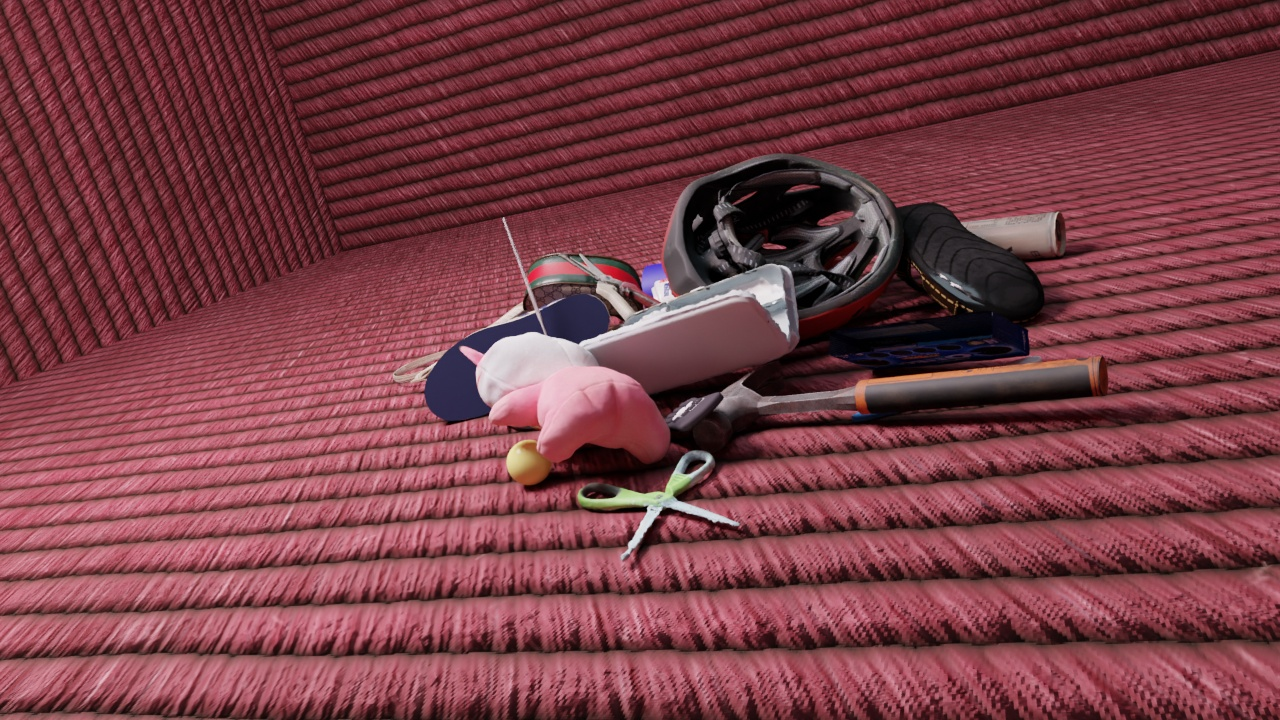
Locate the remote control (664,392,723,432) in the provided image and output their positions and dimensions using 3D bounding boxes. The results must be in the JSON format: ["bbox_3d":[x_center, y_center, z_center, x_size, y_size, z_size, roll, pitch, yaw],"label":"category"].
[{"bbox_3d":[0.042,0.046,0.804,0.046,0.009,0.124,-42,3,-12],"label":"remote control"}]

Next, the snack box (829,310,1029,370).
[{"bbox_3d":[0.251,-0.015,0.805,0.151,0.027,0.082,-6,-15,43],"label":"snack box"}]

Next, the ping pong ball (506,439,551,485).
[{"bbox_3d":[-0.098,0.090,0.813,0.040,0.040,0.040,-13,16,4],"label":"ping pong ball"}]

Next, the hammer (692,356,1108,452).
[{"bbox_3d":[0.209,0.024,0.754,0.315,0.035,0.137,-7,18,32],"label":"hammer"}]

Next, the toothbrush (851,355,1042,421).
[{"bbox_3d":[0.259,0.024,0.773,0.166,0.014,0.016,-15,16,1],"label":"toothbrush"}]

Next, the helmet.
[{"bbox_3d":[0.157,-0.117,1.023,0.272,0.217,0.167,-16,-26,-9],"label":"helmet"}]

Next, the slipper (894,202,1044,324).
[{"bbox_3d":[0.344,-0.099,1.006,0.113,0.076,0.267,-12,31,-5],"label":"slipper"}]

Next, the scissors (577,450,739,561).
[{"bbox_3d":[0.018,0.105,0.707,0.167,0.023,0.172,-20,18,-39],"label":"scissors"}]

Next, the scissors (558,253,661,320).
[{"bbox_3d":[-0.017,-0.075,1.077,0.187,0.015,0.179,16,27,-7],"label":"scissors"}]

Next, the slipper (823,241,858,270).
[{"bbox_3d":[0.213,-0.110,1.190,0.249,0.059,0.103,-21,8,45],"label":"slipper"}]

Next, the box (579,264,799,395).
[{"bbox_3d":[0.036,-0.029,0.881,0.216,0.106,0.124,-21,-20,37],"label":"box"}]

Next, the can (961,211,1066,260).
[{"bbox_3d":[0.441,-0.147,1.120,0.136,0.054,0.054,-1,21,38],"label":"can"}]

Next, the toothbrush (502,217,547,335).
[{"bbox_3d":[-0.125,-0.071,1.023,0.010,0.181,0.010,-24,13,-24],"label":"toothbrush"}]

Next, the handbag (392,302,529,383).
[{"bbox_3d":[-0.259,-0.006,1.268,0.198,0.062,0.175,-14,16,26],"label":"handbag"}]

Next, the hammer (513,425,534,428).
[{"bbox_3d":[-0.006,0.006,1.039,0.322,0.033,0.115,-21,15,-23],"label":"hammer"}]

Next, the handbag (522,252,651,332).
[{"bbox_3d":[-0.069,-0.075,1.197,0.166,0.139,0.063,4,58,2],"label":"handbag"}]

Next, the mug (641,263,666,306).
[{"bbox_3d":[0.061,-0.093,1.250,0.084,0.079,0.111,-8,-11,22],"label":"mug"}]

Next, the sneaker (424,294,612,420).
[{"bbox_3d":[-0.144,-0.008,1.106,0.233,0.091,0.118,-31,1,-1],"label":"sneaker"}]

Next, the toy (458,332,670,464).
[{"bbox_3d":[-0.071,0.029,0.834,0.141,0.084,0.213,5,11,-31],"label":"toy"}]

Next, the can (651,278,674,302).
[{"bbox_3d":[0.087,-0.075,1.144,0.136,0.078,0.078,-14,16,1],"label":"can"}]
